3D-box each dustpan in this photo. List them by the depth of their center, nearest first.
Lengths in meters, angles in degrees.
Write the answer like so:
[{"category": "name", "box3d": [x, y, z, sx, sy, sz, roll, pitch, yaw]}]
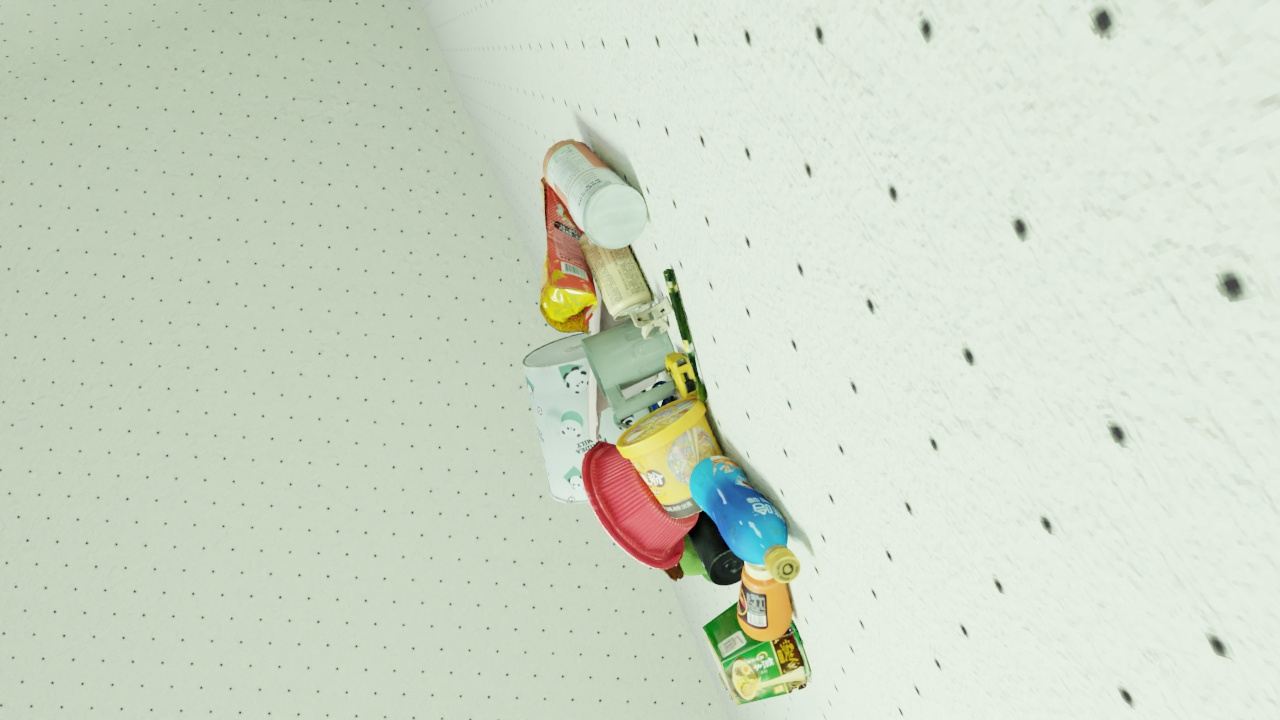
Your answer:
[{"category": "dustpan", "box3d": [-0.065, -0.031, 1.354, 0.223, 0.138, 0.273, 86, 159, -71]}]

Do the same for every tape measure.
[{"category": "tape measure", "box3d": [0.048, 0.019, 1.119, 0.060, 0.029, 0.057, -139, 26, -75]}]

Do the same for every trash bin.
[{"category": "trash bin", "box3d": [-0.090, 0.093, 1.644, 0.229, 0.229, 0.252, -135, 28, -72]}]

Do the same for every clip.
[{"category": "clip", "box3d": [0.014, -0.053, 1.112, 0.100, 0.070, 0.034, 68, 179, -81]}]

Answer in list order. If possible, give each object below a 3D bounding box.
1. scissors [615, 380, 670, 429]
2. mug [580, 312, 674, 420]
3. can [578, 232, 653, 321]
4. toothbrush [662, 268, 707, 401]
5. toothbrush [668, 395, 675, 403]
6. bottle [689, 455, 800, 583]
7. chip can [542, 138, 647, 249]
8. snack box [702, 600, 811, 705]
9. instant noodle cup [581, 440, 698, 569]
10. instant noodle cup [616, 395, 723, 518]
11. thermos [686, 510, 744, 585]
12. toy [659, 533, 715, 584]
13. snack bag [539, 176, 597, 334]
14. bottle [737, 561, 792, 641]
[{"category": "scissors", "box3d": [0.029, 0.096, 1.221, 0.162, 0.012, 0.175, 39, -140, -29]}, {"category": "mug", "box3d": [-0.007, 0.007, 1.187, 0.084, 0.103, 0.124, 80, 164, -61]}, {"category": "can", "box3d": [-0.032, -0.113, 1.168, 0.058, 0.058, 0.116, 103, 144, -78]}, {"category": "toothbrush", "box3d": [0.051, -0.026, 1.029, 0.017, 0.012, 0.186, -104, -3, -53]}, {"category": "toothbrush", "box3d": [0.034, 0.056, 1.395, 0.189, 0.016, 0.014, -157, 44, -82]}, {"category": "bottle", "box3d": [0.112, 0.169, 0.976, 0.218, 0.065, 0.065, -130, 18, -68]}, {"category": "chip can", "box3d": [-0.058, -0.197, 1.053, 0.214, 0.071, 0.071, -125, 13, -58]}, {"category": "snack box", "box3d": [0.148, 0.379, 1.205, 0.118, 0.105, 0.117, -131, 20, -66]}, {"category": "instant noodle cup", "box3d": [0.011, 0.175, 1.209, 0.194, 0.066, 0.193, 38, -153, -24]}, {"category": "instant noodle cup", "box3d": [0.048, 0.120, 1.124, 0.114, 0.118, 0.118, 60, 174, -10]}, {"category": "thermos", "box3d": [0.093, 0.215, 1.315, 0.090, 0.068, 0.242, 32, -164, -34]}, {"category": "toy", "box3d": [0.055, 0.274, 1.374, 0.227, 0.090, 0.246, 27, -179, 31]}, {"category": "snack bag", "box3d": [-0.096, -0.140, 1.217, 0.128, 0.073, 0.207, 50, -154, -45]}, {"category": "bottle", "box3d": [0.145, 0.267, 1.083, 0.066, 0.066, 0.150, -121, 18, -50]}]
